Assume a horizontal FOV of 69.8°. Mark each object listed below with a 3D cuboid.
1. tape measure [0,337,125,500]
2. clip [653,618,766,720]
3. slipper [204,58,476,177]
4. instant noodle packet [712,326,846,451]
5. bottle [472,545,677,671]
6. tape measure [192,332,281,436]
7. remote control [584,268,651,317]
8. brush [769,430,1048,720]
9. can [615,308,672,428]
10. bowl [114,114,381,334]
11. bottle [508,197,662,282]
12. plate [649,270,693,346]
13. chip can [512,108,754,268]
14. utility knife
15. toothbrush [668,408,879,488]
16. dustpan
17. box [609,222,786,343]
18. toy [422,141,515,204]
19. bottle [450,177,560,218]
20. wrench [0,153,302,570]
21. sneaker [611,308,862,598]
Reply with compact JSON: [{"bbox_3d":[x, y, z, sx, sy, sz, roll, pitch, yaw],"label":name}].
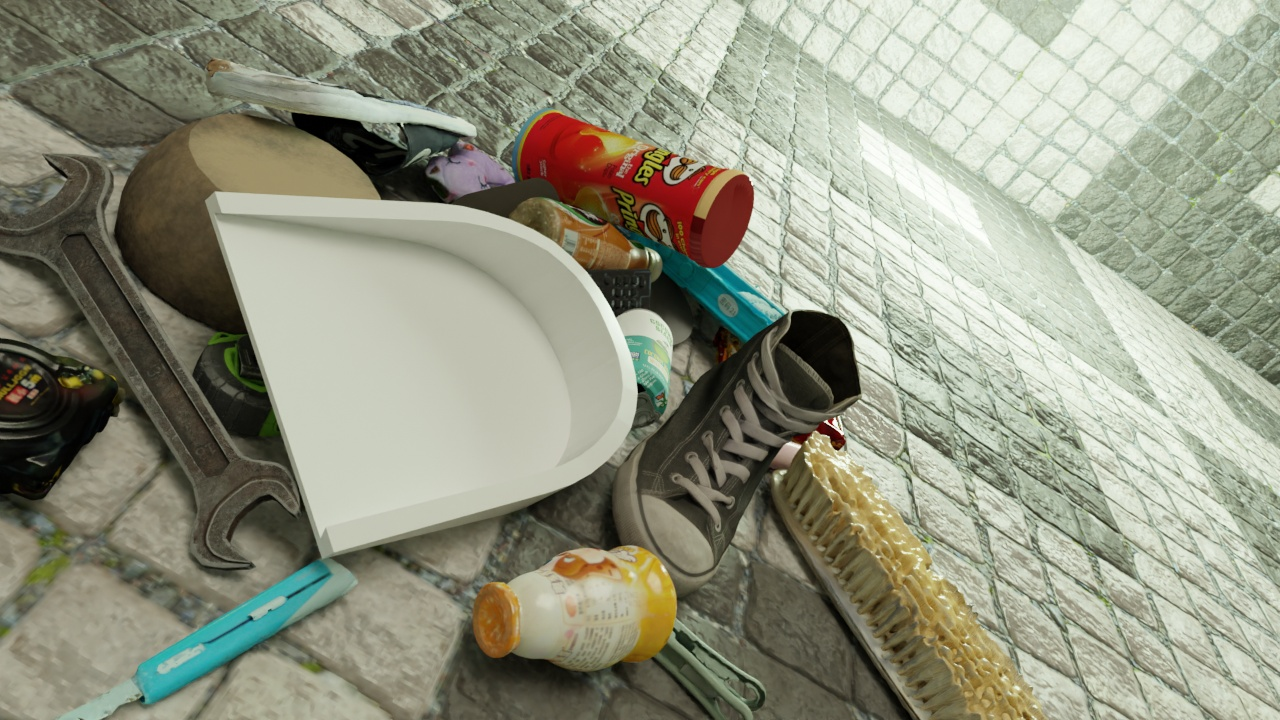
[{"bbox_3d":[-0.275,0.024,0.395,0.072,0.042,0.071,31,34,-19],"label":"tape measure"},{"bbox_3d":[0.037,0.180,0.525,0.075,0.023,0.037,40,30,8],"label":"clip"},{"bbox_3d":[-0.217,-0.175,0.695,0.111,0.063,0.263,15,10,11],"label":"slipper"},{"bbox_3d":[0.120,0.029,0.816,0.135,0.040,0.098,29,23,-12],"label":"instant noodle packet"},{"bbox_3d":[-0.033,0.130,0.478,0.109,0.063,0.063,5,42,-44],"label":"bottle"},{"bbox_3d":[-0.205,0.010,0.494,0.065,0.036,0.058,11,39,-39],"label":"tape measure"},{"bbox_3d":[-0.054,-0.049,0.723,0.150,0.047,0.022,-5,12,-40],"label":"remote control"},{"bbox_3d":[0.185,0.171,0.660,0.083,0.057,0.271,6,41,-44],"label":"brush"},{"bbox_3d":[-0.004,0.004,0.699,0.055,0.055,0.101,29,30,-13],"label":"can"},{"bbox_3d":[-0.231,-0.090,0.574,0.162,0.070,0.162,27,31,-18],"label":"bowl"},{"bbox_3d":[-0.039,-0.092,0.771,0.167,0.059,0.059,8,39,-54],"label":"bottle"},{"bbox_3d":[-0.030,-0.072,0.825,0.178,0.012,0.178,27,31,-18],"label":"plate"},{"bbox_3d":[-0.010,-0.159,0.827,0.213,0.087,0.086,26,23,27],"label":"chip can"},{"bbox_3d":[-0.178,0.121,0.386,0.022,0.015,0.140,40,32,13],"label":"utility knife"},{"bbox_3d":[0.117,0.078,0.754,0.222,0.027,0.026,19,24,-30],"label":"toothbrush"},{"bbox_3d":[-0.098,-0.007,0.542,0.257,0.053,0.191,-1,65,-60],"label":"dustpan"},{"bbox_3d":[0.082,-0.083,0.911,0.227,0.039,0.181,44,18,30],"label":"box"},{"bbox_3d":[-0.144,-0.156,0.801,0.080,0.037,0.099,36,28,-13],"label":"toy"},{"bbox_3d":[-0.138,-0.107,0.721,0.045,0.046,0.184,45,39,15],"label":"bottle"},{"bbox_3d":[-0.254,-0.009,0.463,0.070,0.010,0.273,-33,70,-21],"label":"wrench"},{"bbox_3d":[0.069,0.055,0.616,0.095,0.120,0.234,48,41,-1],"label":"sneaker"}]
